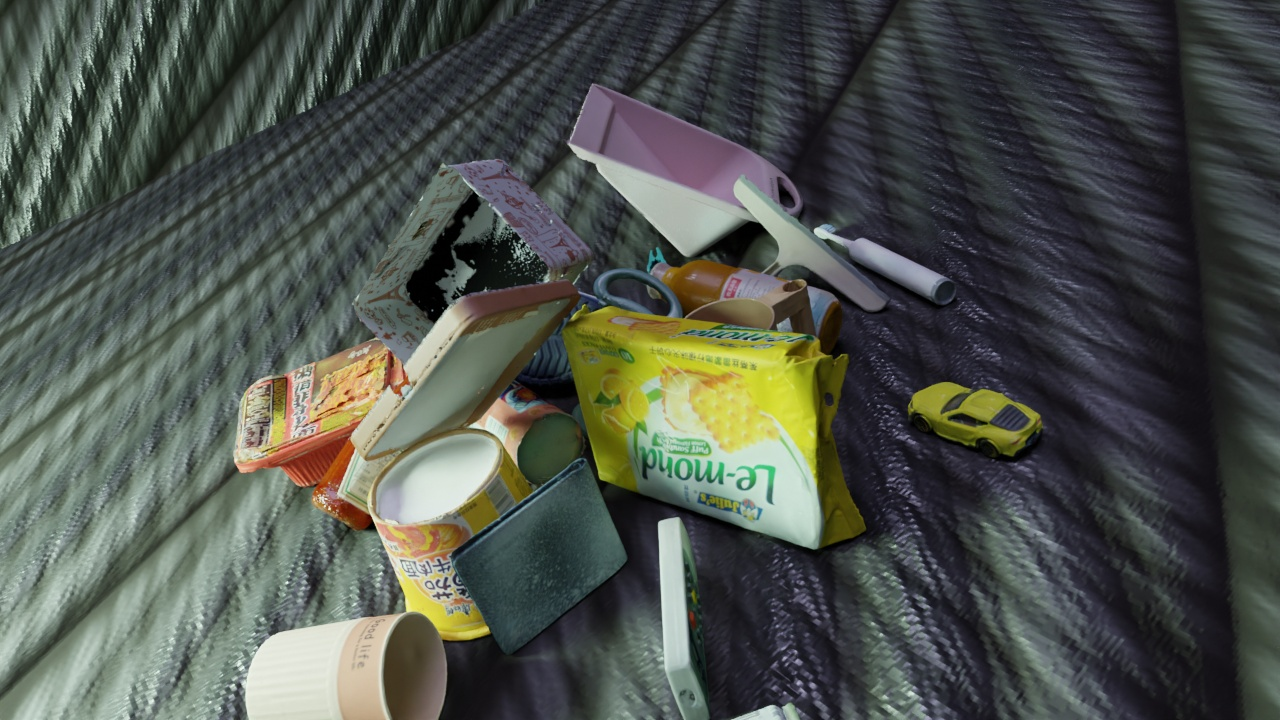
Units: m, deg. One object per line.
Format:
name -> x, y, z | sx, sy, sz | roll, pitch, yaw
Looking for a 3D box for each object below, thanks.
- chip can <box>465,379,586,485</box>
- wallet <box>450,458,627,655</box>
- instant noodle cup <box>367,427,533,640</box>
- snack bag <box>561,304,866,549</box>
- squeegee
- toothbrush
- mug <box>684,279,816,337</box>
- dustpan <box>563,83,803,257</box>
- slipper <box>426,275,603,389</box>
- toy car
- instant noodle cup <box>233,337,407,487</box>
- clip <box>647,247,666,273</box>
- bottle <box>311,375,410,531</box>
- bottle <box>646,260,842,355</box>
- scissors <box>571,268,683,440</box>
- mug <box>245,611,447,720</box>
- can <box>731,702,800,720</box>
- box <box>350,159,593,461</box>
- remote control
chip can -> -0.138, 0.047, 0.871 | 0.071, 0.071, 0.215 | -33, 34, -23
wallet -> -0.070, 0.141, 0.661 | 0.120, 0.097, 0.019 | -35, 31, -26
instant noodle cup -> -0.138, 0.127, 0.707 | 0.138, 0.110, 0.137 | -15, 32, 9
snack bag -> 0.051, 0.040, 0.698 | 0.247, 0.158, 0.068 | 12, 36, 39
squeegee -> 0.081, -0.058, 0.950 | 0.246, 0.039, 0.246 | -33, 53, -9
toothbrush -> 0.244, -0.106, 0.950 | 0.026, 0.027, 0.221 | -31, 32, -9
mug -> 0.099, 0.002, 0.781 | 0.124, 0.104, 0.084 | -29, 33, -17
dustpan -> 0.062, -0.248, 1.105 | 0.139, 0.273, 0.222 | -34, 27, 25
slipper -> -0.124, -0.038, 0.984 | 0.253, 0.105, 0.095 | 18, 10, 30
toy car -> 0.255, 0.040, 0.708 | 0.048, 0.032, 0.105 | -36, 33, -25
instant noodle cup -> -0.314, 0.054, 0.946 | 0.188, 0.079, 0.164 | -24, 32, -6
clip -> 0.020, -0.120, 1.103 | 0.050, 0.015, 0.056 | -18, 32, 6
bottle -> -0.224, 0.056, 0.847 | 0.060, 0.060, 0.205 | 14, 67, 42
bottle -> 0.094, -0.054, 0.873 | 0.190, 0.068, 0.067 | 19, 46, 28
scissors -> -0.005, 0.005, 0.844 | 0.170, 0.019, 0.178 | 42, 77, 10
mug -> -0.195, 0.216, 0.637 | 0.106, 0.081, 0.114 | -11, 5, 15
can -> 0.024, 0.237, 0.496 | 0.146, 0.058, 0.058 | -19, 31, -1
box -> -0.160, -0.039, 0.728 | 0.184, 0.157, 0.192 | -48, -8, 29
remote control -> 0.028, 0.167, 0.607 | 0.019, 0.056, 0.135 | -13, 31, 7
